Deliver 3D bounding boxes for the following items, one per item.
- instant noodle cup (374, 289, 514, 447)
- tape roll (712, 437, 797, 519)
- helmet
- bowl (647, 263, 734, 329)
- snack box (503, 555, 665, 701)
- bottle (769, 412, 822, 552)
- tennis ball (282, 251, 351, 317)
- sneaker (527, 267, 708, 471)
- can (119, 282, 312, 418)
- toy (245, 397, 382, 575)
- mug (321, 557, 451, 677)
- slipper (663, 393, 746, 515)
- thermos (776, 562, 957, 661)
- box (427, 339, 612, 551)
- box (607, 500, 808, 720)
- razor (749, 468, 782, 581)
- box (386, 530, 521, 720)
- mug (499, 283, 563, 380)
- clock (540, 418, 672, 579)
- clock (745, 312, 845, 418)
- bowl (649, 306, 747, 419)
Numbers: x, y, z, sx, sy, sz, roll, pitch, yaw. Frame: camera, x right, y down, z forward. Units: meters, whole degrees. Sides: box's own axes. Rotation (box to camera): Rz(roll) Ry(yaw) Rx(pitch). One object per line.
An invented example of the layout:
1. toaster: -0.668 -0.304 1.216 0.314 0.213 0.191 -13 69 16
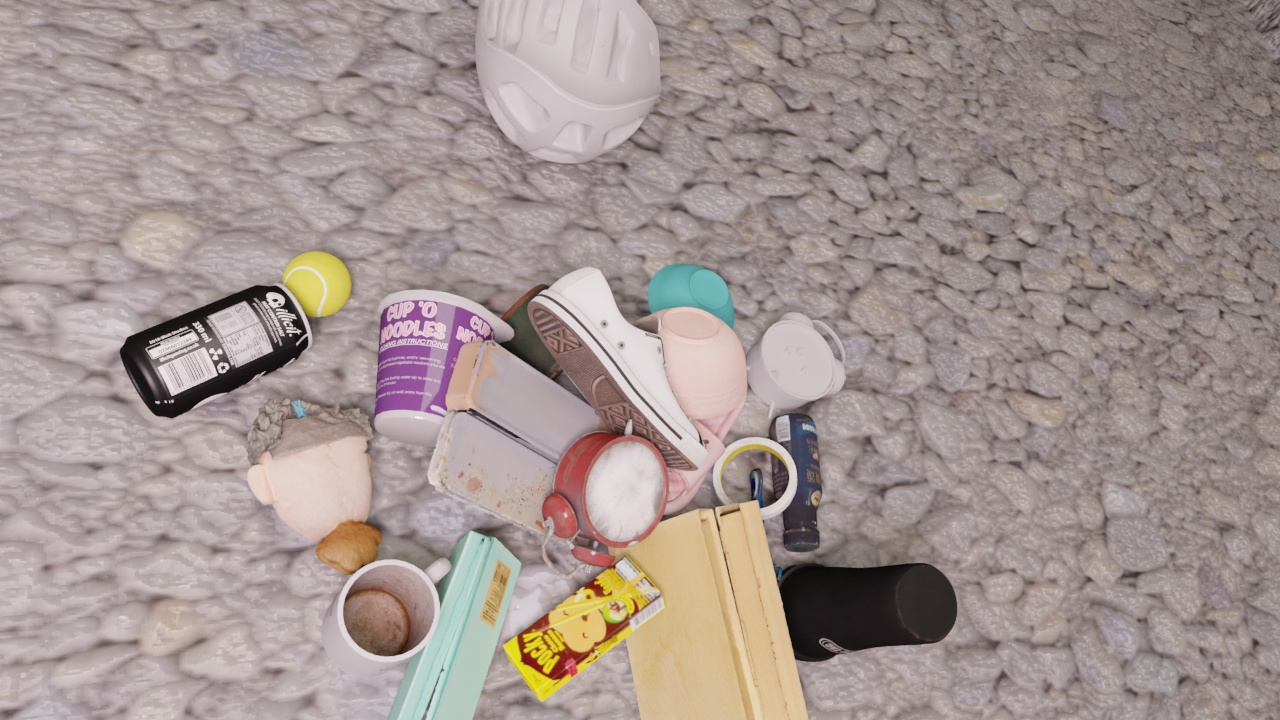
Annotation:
1. instant noodle cup: -0.199 0.016 0.897 0.136 0.122 0.121 11 65 -12
2. tape roll: 0.129 0.133 1.036 0.094 0.019 0.094 -5 64 9
3. helmet: -0.093 -0.372 1.102 0.223 0.184 0.282 5 71 -31
4. bowl: 0.073 -0.077 1.125 0.121 0.046 0.121 11 61 -22
5. snack box: -0.052 0.253 0.874 0.148 0.026 0.061 -33 49 -21
6. bottle: 0.182 0.141 1.066 0.056 0.056 0.160 11 62 -22
7. tennis ball: -0.321 -0.076 0.912 0.065 0.065 0.065 11 61 -22
8. sneaker: -0.006 0.005 0.934 0.245 0.091 0.097 50 63 -16
9. can: -0.385 -0.011 0.838 0.145 0.080 0.080 -31 83 -35
10. toy: -0.288 0.113 0.832 0.132 0.076 0.176 -8 67 -46
11. mug: -0.214 0.215 0.803 0.083 0.097 0.119 49 55 2
12. slipper: 0.051 0.076 1.033 0.107 0.056 0.220 40 54 -1
13. thermos: 0.221 0.253 0.937 0.105 0.219 0.105 7 71 -21
14. box: -0.109 0.090 0.898 0.216 0.043 0.150 38 60 -44
15. box: 0.083 0.278 0.907 0.184 0.142 0.248 -4 67 -21
16. razor: 0.135 0.186 1.036 0.018 0.044 0.140 8 56 -18
17. box: -0.155 0.255 0.824 0.080 0.078 0.188 25 57 -12
18. mug: -0.100 -0.032 1.000 0.081 0.085 0.110 45 23 1
19. clock: -0.044 0.140 0.900 0.156 0.062 0.110 -51 122 -27
20. clock: 0.198 -0.001 1.142 0.158 0.061 0.120 -29 81 -33
21. bowl: 0.051 -0.011 1.024 0.153 0.076 0.152 6 37 -5
